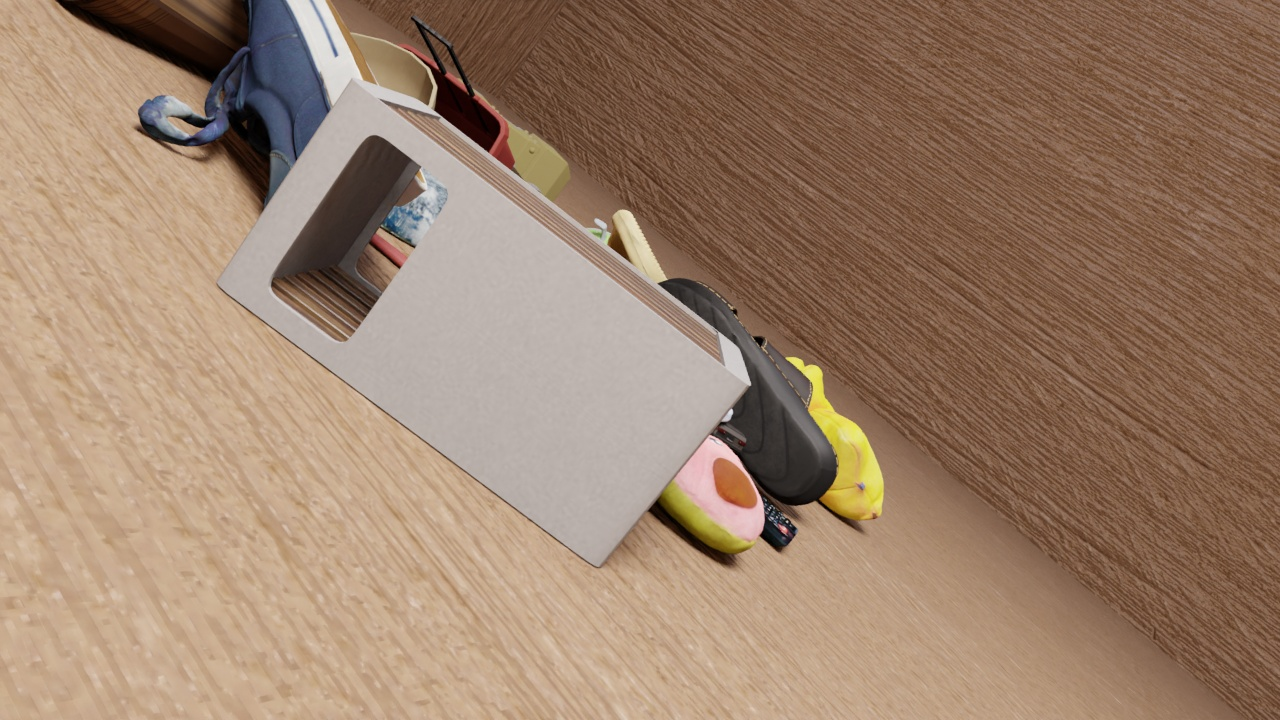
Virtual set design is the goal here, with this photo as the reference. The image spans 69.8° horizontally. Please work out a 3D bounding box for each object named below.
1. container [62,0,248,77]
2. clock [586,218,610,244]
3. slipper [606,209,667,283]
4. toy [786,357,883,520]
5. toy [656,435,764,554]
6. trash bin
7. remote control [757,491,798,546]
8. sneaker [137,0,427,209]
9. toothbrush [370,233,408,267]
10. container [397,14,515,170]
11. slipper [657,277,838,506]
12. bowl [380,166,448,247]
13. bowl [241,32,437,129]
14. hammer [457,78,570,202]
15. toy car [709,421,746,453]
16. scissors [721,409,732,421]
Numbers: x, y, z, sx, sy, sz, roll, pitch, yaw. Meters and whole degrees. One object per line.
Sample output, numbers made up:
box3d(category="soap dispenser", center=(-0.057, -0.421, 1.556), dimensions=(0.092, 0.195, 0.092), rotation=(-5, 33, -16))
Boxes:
box3d(category="container", center=(-0.346, -0.292, 0.718), dimensions=(0.132, 0.132, 0.167), rotation=(43, 6, 26))
box3d(category="clock", center=(-0.051, -0.115, 1.087), dimensions=(0.094, 0.042, 0.120), rotation=(32, -22, -16))
box3d(category="slipper", center=(0.001, -0.064, 1.019), dimensions=(0.261, 0.079, 0.111), rotation=(58, 9, -56))
box3d(category="toy", center=(0.185, 0.081, 0.990), dimensions=(0.134, 0.087, 0.193), rotation=(66, -4, -32))
box3d(category="toy", center=(0.041, 0.080, 0.599), dimensions=(0.090, 0.051, 0.110), rotation=(39, 9, -5))
box3d(category="trash bin", center=(-0.071, -0.022, 0.477), dimensions=(0.229, 0.114, 0.114), rotation=(37, 10, -4))
box3d(category="remote control", center=(0.059, 0.089, 0.712), dimensions=(0.150, 0.022, 0.047), rotation=(42, 10, 13))
box3d(category="sneaker", center=(-0.247, -0.188, 0.610), dimensions=(0.294, 0.127, 0.121), rotation=(61, -1, 34))
box3d(category="toothbrush", center=(-0.162, -0.069, 0.652), dimensions=(0.190, 0.016, 0.016), rotation=(39, 10, 6))
box3d(category="container", center=(-0.200, -0.214, 0.845), dimensions=(0.148, 0.127, 0.201), rotation=(39, 0, 6))
box3d(category="slipper", center=(0.090, 0.022, 0.855), dimensions=(0.075, 0.113, 0.268), rotation=(3, 40, -52))
box3d(category="bowl", center=(-0.191, -0.144, 0.758), dimensions=(0.114, 0.061, 0.114), rotation=(38, 9, -8))
box3d(category="bowl", center=(-0.234, -0.191, 0.704), dimensions=(0.152, 0.051, 0.152), rotation=(6, 47, -7))
box3d(category="hammer", center=(-0.156, -0.216, 1.082), dimensions=(0.190, 0.101, 0.324), rotation=(32, 12, -30))
box3d(category="toy car", center=(0.057, 0.052, 0.787), dimensions=(0.040, 0.037, 0.092), rotation=(32, 0, -28))
box3d(category="scissors", center=(0.005, 0.013, 0.781), dimensions=(0.102, 0.016, 0.179), rotation=(11, 13, -40))
